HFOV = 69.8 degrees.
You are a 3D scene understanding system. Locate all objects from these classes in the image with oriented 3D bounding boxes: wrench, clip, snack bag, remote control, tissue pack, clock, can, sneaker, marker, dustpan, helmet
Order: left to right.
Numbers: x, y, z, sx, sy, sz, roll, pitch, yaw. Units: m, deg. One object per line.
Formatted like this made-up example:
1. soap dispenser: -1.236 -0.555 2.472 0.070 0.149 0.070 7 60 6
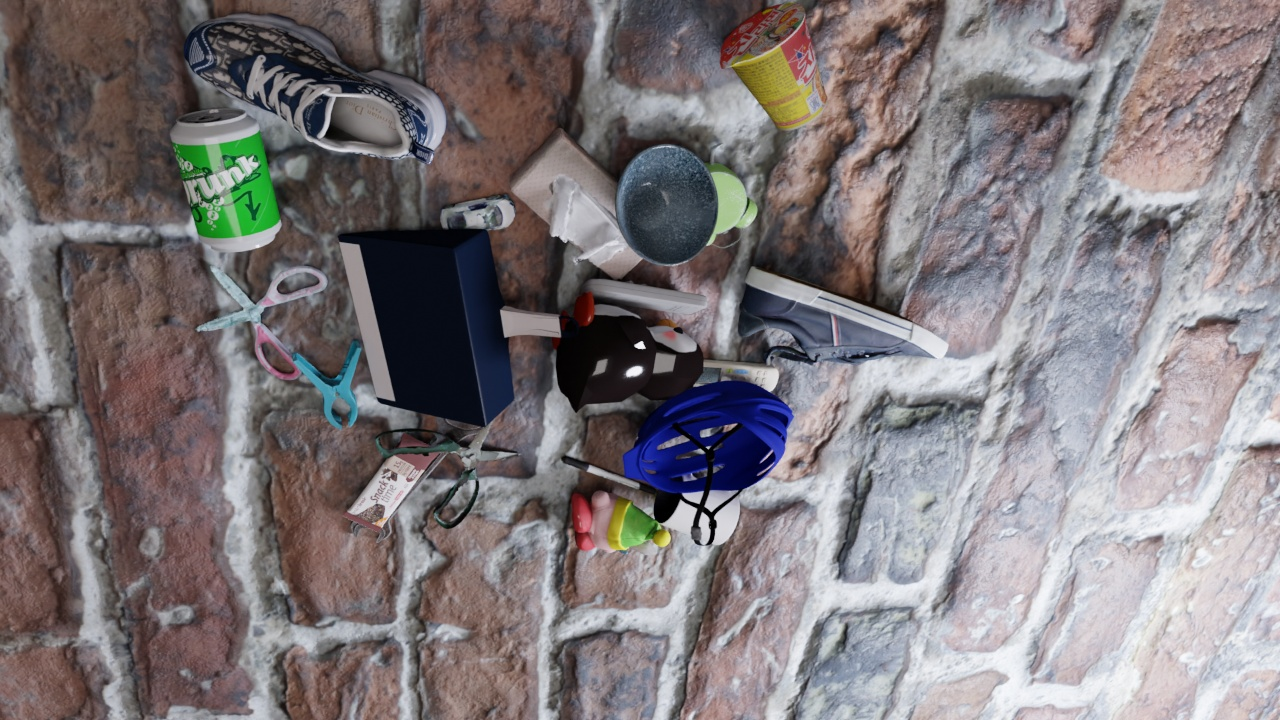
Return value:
1. can: -0.447 -0.195 0.994 0.087 0.087 0.140 -6 119 -7
2. sneaker: -0.336 -0.271 0.948 0.269 0.132 0.103 19 115 -18
3. clip: -0.392 0.037 1.156 0.097 0.026 0.116 -10 123 -13
4. snack bag: -0.336 0.167 1.237 0.057 0.013 0.158 33 108 -22
5. wrench: -0.303 0.152 1.249 0.070 0.010 0.274 34 107 -24
6. dustpan: -0.211 -0.043 1.112 0.273 0.079 0.237 10 122 25
7. tissue pack: -0.062 -0.175 1.089 0.104 0.071 0.181 -43 120 12
8. marker: -0.044 0.163 1.301 0.152 0.011 0.011 23 111 -21
9. remote control: 0.003 -0.081 1.147 0.151 0.074 0.019 8 83 -14
10. clock: 0.088 -0.191 1.118 0.094 0.042 0.119 -26 120 5
11. helmet: 0.101 0.132 1.188 0.241 0.227 0.148 -10 128 -5
12. remote control: 0.127 0.021 1.252 0.125 0.018 0.038 4 117 -12
13. sneaker: 0.258 -0.026 1.203 0.294 0.120 0.127 14 102 -14

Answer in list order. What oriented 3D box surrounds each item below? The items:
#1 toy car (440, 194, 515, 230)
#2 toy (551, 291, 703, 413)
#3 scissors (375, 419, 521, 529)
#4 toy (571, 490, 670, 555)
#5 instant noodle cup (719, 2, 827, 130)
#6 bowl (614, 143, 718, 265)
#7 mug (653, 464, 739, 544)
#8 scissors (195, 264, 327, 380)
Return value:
1. toy car: -0.192 -0.170 1.088 0.089 0.027 0.039 -13 117 -4
2. toy: -0.007 0.007 1.153 0.184 0.140 0.159 8 158 -26
3. scissors: -0.265 0.153 1.236 0.201 0.015 0.206 5 122 -27
4. toy: -0.028 0.242 1.296 0.131 0.096 0.124 -6 122 -5
5. instant noodle cup: 0.161 -0.326 1.035 0.100 0.100 0.112 -34 126 8
6. bowl: 0.019 -0.178 1.061 0.136 0.057 0.137 -4 98 -30
7. mug: 0.086 0.196 1.311 0.097 0.079 0.112 24 83 -21
8. scissors: -0.448 -0.056 1.112 0.177 0.013 0.170 -29 117 7
